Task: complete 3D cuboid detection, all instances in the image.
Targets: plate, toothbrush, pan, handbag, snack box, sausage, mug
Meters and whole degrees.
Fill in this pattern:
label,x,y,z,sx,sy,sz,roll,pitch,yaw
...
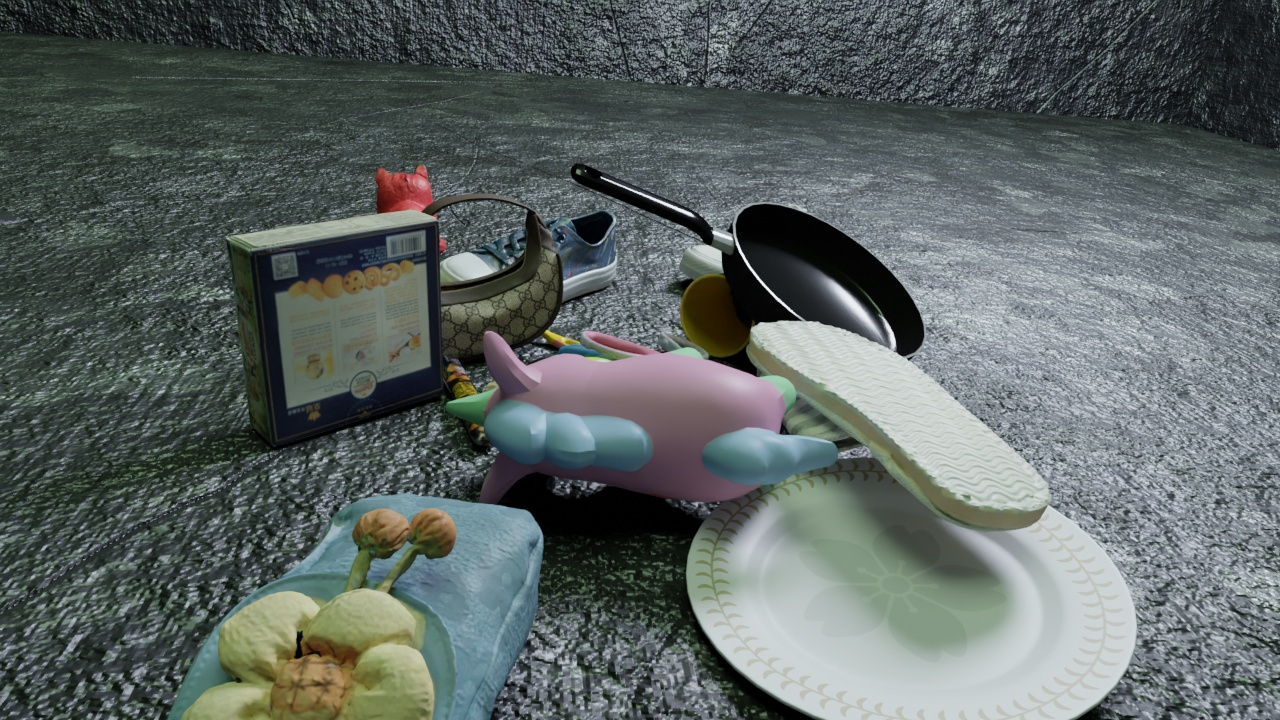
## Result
label,x,y,z,sx,sy,sz,roll,pitch,yaw
plate,0.148,0.127,0.527,0.242,0.016,0.242,-3,26,1
toothbrush,-0.070,-0.017,0.838,0.135,0.016,0.021,20,26,26
pan,0.096,-0.088,0.808,0.355,0.044,0.203,19,38,-19
handbag,-0.151,-0.073,0.785,0.166,0.138,0.063,-15,28,-18
handbag,-0.110,0.119,0.390,0.122,0.119,0.191,10,30,9
snack box,-0.214,-0.027,0.664,0.043,0.145,0.144,24,30,39
sausage,-0.136,0.028,0.713,0.020,0.020,0.155,-5,26,-23
toothbrush,-0.005,0.005,0.795,0.135,0.022,0.017,11,15,2
mug,0.102,-0.053,0.888,0.078,0.078,0.121,20,22,29

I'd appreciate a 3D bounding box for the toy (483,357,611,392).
label,x,y,z,sx,sy,sz,roll,pitch,yaw
toy,-0.062,0.023,0.712,0.118,0.043,0.092,5,25,3

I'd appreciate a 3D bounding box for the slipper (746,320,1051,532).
label,x,y,z,sx,sy,sz,roll,pitch,yaw
slipper,0.161,0.040,0.626,0.114,0.054,0.272,-8,27,-22

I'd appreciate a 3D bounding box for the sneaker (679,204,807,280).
label,x,y,z,sx,sy,sz,roll,pitch,yaw
sneaker,0.163,-0.125,1.042,0.240,0.088,0.118,-2,25,-19

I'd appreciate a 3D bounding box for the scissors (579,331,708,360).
label,x,y,z,sx,sy,sz,roll,pitch,yaw
scissors,0.038,0.000,0.782,0.170,0.014,0.168,16,13,11

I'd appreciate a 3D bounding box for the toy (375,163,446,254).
label,x,y,z,sx,sy,sz,roll,pitch,yaw
toy,-0.262,-0.164,1.030,0.088,0.094,0.133,-6,28,-24

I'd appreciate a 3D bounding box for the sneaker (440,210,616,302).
label,x,y,z,sx,sy,sz,roll,pitch,yaw
sneaker,-0.102,-0.105,0.929,0.087,0.079,0.234,38,35,27

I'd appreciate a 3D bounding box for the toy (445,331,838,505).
label,x,y,z,sx,sy,sz,roll,pitch,yaw
toy,0.001,0.043,0.585,0.222,0.120,0.170,15,19,34
